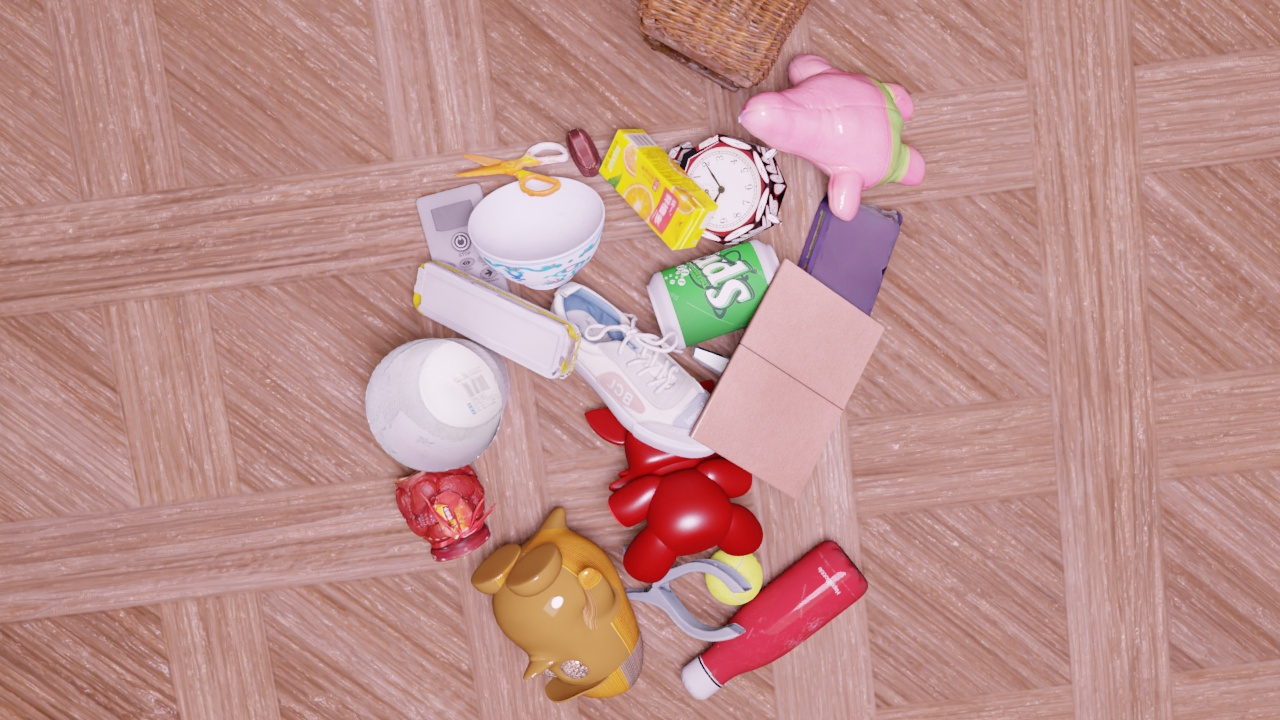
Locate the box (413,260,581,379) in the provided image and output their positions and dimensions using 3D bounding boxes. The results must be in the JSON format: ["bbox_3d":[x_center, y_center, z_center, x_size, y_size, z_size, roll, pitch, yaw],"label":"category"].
[{"bbox_3d":[-0.156,-0.044,0.971,0.209,0.033,0.064,25,114,23],"label":"box"}]

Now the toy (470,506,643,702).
[{"bbox_3d":[-0.079,0.290,1.011,0.162,0.199,0.203,-47,112,-38],"label":"toy"}]

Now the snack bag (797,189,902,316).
[{"bbox_3d":[0.214,-0.079,1.011,0.096,0.058,0.205,18,96,-3],"label":"snack bag"}]

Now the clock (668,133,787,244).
[{"bbox_3d":[0.081,-0.183,0.995,0.155,0.064,0.115,1,98,28],"label":"clock"}]

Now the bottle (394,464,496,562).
[{"bbox_3d":[-0.216,0.160,1.018,0.099,0.099,0.111,-20,101,2],"label":"bottle"}]

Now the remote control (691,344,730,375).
[{"bbox_3d":[0.124,0.019,1.025,0.143,0.049,0.024,19,95,-2],"label":"remote control"}]

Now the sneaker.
[{"bbox_3d":[-0.006,0.006,0.960,0.242,0.091,0.089,40,62,17],"label":"sneaker"}]

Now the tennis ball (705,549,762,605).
[{"bbox_3d":[0.106,0.245,1.044,0.065,0.065,0.065,0,96,0],"label":"tennis ball"}]

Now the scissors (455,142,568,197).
[{"bbox_3d":[-0.139,-0.219,1.005,0.133,0.012,0.096,18,59,17],"label":"scissors"}]

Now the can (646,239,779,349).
[{"bbox_3d":[0.083,-0.071,0.996,0.140,0.087,0.088,-19,96,2],"label":"can"}]

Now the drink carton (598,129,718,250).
[{"bbox_3d":[0.019,-0.181,0.968,0.134,0.042,0.059,50,131,24],"label":"drink carton"}]

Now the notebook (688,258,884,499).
[{"bbox_3d":[0.155,0.020,0.955,0.141,0.008,0.209,32,82,-18],"label":"notebook"}]

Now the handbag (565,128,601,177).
[{"bbox_3d":[-0.062,-0.223,0.961,0.029,0.119,0.055,-27,96,2],"label":"handbag"}]

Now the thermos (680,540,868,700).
[{"bbox_3d":[0.147,0.303,1.047,0.240,0.073,0.073,-39,95,4],"label":"thermos"}]

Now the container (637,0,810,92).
[{"bbox_3d":[0.096,-0.370,0.894,0.162,0.249,0.183,28,105,-4],"label":"container"}]

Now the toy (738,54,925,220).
[{"bbox_3d":[0.195,-0.239,0.950,0.236,0.097,0.192,-3,74,-33],"label":"toy"}]

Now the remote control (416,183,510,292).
[{"bbox_3d":[-0.195,-0.116,1.023,0.074,0.019,0.151,-14,96,1],"label":"remote control"}]

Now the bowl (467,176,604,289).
[{"bbox_3d":[-0.106,-0.124,0.984,0.144,0.143,0.074,-7,136,0],"label":"bowl"}]

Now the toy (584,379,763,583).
[{"bbox_3d":[0.037,0.127,1.000,0.158,0.121,0.197,-15,62,-6],"label":"toy"}]

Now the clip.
[{"bbox_3d":[0.043,0.281,1.029,0.167,0.028,0.127,7,93,33],"label":"clip"}]

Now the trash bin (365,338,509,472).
[{"bbox_3d":[-0.201,0.035,0.970,0.133,0.161,0.133,0,96,0],"label":"trash bin"}]
